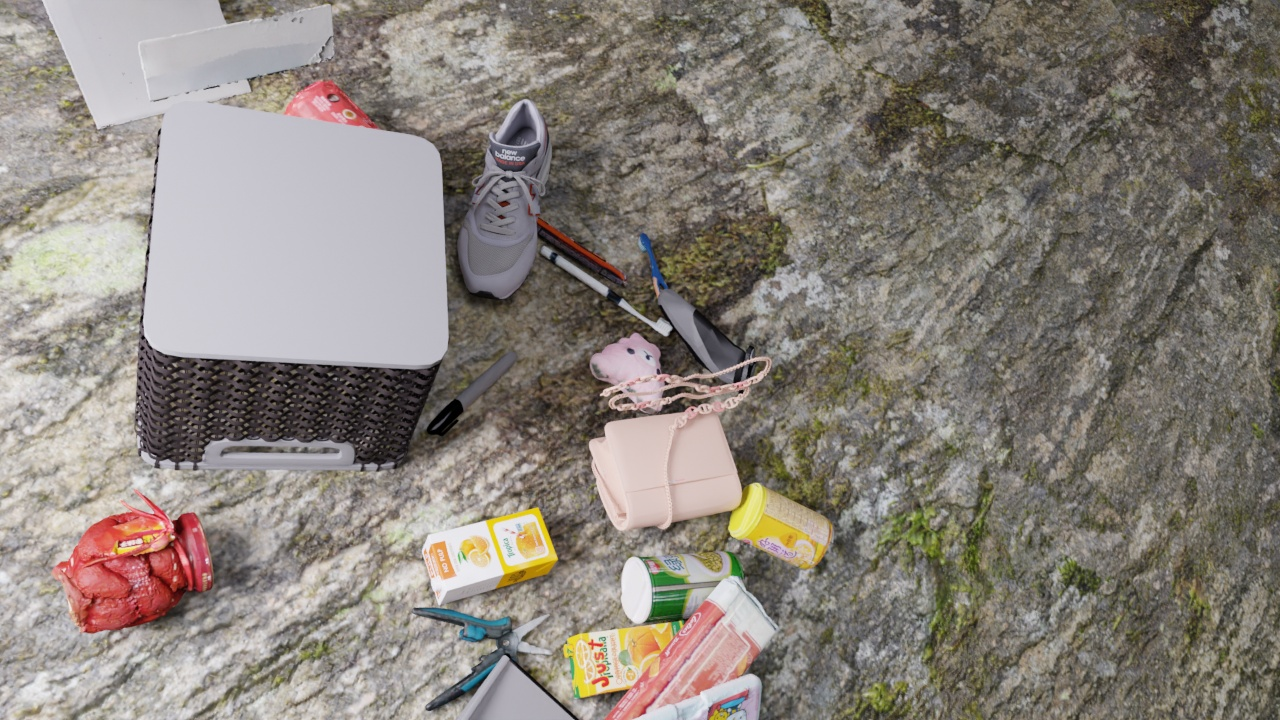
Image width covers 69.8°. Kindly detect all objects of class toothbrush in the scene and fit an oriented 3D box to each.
[{"bbox_3d":[-0.040,-0.085,1.105,0.187,0.017,0.012,33,26,-9],"label":"toothbrush"},{"bbox_3d":[0.024,-0.097,1.145,0.021,0.017,0.135,-16,78,-27],"label":"toothbrush"}]

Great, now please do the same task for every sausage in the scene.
[{"bbox_3d":[-0.079,-0.133,1.107,0.155,0.020,0.020,32,57,-10],"label":"sausage"}]

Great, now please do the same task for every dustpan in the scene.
[{"bbox_3d":[-0.134,0.416,0.811,0.163,0.033,0.256,45,56,-9],"label":"dustpan"}]

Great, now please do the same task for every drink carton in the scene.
[{"bbox_3d":[-0.152,0.193,0.904,0.122,0.040,0.058,-10,62,-29],"label":"drink carton"},{"bbox_3d":[-0.014,0.302,0.927,0.122,0.041,0.058,0,68,-25],"label":"drink carton"}]

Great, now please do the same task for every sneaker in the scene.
[{"bbox_3d":[-0.150,-0.194,1.027,0.089,0.124,0.239,10,59,-2],"label":"sneaker"}]

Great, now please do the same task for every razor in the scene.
[{"bbox_3d":[0.079,-0.027,1.112,0.156,0.060,0.057,37,41,-2],"label":"razor"}]

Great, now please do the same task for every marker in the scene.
[{"bbox_3d":[-0.178,0.036,0.986,0.138,0.016,0.022,-45,122,-34],"label":"marker"}]

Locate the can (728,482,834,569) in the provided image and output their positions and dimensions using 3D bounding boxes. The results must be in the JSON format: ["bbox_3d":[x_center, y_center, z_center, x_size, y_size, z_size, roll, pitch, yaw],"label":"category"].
[{"bbox_3d":[0.159,0.189,1.047,0.105,0.068,0.067,27,58,-13],"label":"can"}]

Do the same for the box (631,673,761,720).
[{"bbox_3d":[0.043,0.390,0.858,0.200,0.041,0.154,-5,109,-40],"label":"box"}]

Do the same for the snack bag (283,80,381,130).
[{"bbox_3d":[-0.309,-0.227,1.004,0.176,0.083,0.082,46,56,-1],"label":"snack bag"}]

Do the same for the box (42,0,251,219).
[{"bbox_3d":[-0.529,-0.338,0.977,0.166,0.448,0.164,-27,71,-33],"label":"box"}]

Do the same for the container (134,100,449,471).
[{"bbox_3d":[-0.311,-0.054,0.823,0.247,0.244,0.245,4,66,-25],"label":"container"}]

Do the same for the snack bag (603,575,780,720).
[{"bbox_3d":[0.041,0.319,0.899,0.224,0.041,0.077,-45,107,-22],"label":"snack bag"}]

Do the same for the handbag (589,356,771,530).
[{"bbox_3d":[0.044,0.096,0.960,0.198,0.188,0.116,-4,62,-32],"label":"handbag"}]

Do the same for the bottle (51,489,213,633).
[{"bbox_3d":[-0.421,0.168,0.759,0.111,0.099,0.099,-13,74,-35],"label":"bottle"}]

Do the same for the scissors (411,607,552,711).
[{"bbox_3d":[-0.156,0.284,0.880,0.148,0.019,0.117,23,59,-17],"label":"scissors"}]

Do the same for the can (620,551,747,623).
[{"bbox_3d":[0.045,0.238,0.969,0.120,0.067,0.067,2,67,-26],"label":"can"}]

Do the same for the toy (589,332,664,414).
[{"bbox_3d":[-0.006,0.006,1.061,0.099,0.053,0.095,37,44,-10],"label":"toy"}]
